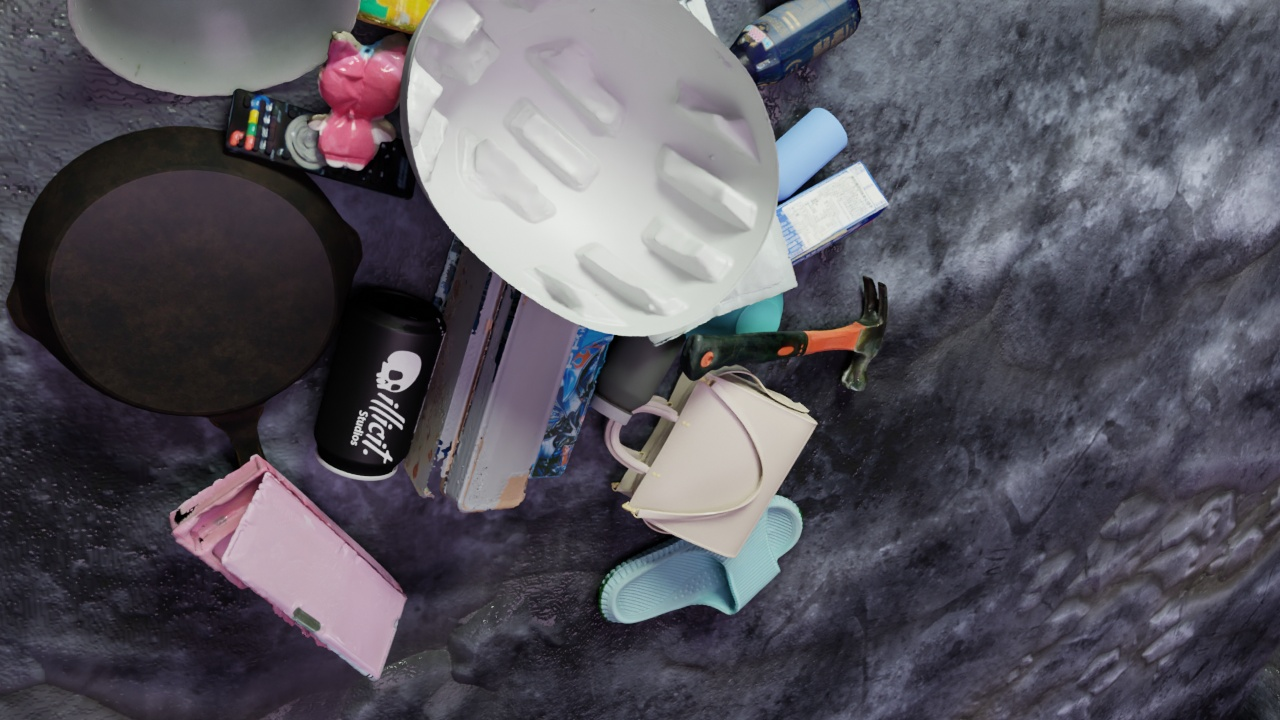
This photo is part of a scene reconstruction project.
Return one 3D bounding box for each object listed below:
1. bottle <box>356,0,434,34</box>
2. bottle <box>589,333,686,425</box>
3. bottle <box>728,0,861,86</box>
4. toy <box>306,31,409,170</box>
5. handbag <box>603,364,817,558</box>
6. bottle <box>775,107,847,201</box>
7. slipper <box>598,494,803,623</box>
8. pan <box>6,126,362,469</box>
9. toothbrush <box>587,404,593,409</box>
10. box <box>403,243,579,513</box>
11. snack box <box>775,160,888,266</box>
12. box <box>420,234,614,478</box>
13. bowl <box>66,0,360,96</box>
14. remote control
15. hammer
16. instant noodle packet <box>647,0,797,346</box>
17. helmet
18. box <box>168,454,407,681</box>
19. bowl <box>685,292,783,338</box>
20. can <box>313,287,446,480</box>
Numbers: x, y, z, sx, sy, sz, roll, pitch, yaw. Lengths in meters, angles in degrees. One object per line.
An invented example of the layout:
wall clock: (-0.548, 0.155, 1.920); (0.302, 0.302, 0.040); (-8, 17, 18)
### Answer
bottle: (-0.148, -0.332, 0.619); (0.068, 0.068, 0.210); (3, 114, -31)
bottle: (-0.005, 0.005, 0.884); (0.060, 0.060, 0.108); (29, 92, -38)
bottle: (0.119, -0.277, 0.809); (0.160, 0.056, 0.056); (-34, 127, -10)
toy: (-0.208, -0.192, 0.665); (0.065, 0.050, 0.103); (-6, 126, -42)
handbag: (0.054, 0.090, 0.958); (0.197, 0.101, 0.195); (25, 101, -25)
bottle: (0.134, -0.181, 0.875); (0.131, 0.048, 0.048); (-42, 128, -4)
slipper: (0.082, 0.240, 1.064); (0.275, 0.069, 0.116); (-20, 121, -18)
pan: (-0.326, 0.002, 0.714); (0.248, 0.043, 0.357); (-15, 122, -22)
toothbrush: (-0.078, 0.052, 0.903); (0.132, 0.016, 0.021); (-17, 122, -18)
box: (-0.119, 0.018, 0.770); (0.107, 0.095, 0.216); (13, 106, -22)
snack box: (0.127, -0.112, 0.886); (0.226, 0.059, 0.059); (-30, 83, -9)
box: (-0.103, -0.011, 0.815); (0.174, 0.063, 0.244); (13, 106, -30)
bowl: (-0.273, -0.248, 0.587); (0.174, 0.068, 0.174); (-21, 166, -6)
remote control: (-0.235, -0.159, 0.686); (0.140, 0.021, 0.045); (11, 83, -38)
hammer: (0.156, -0.016, 0.935); (0.332, 0.033, 0.133); (-8, 120, -46)
instant noodle packet: (0.033, -0.158, 0.788); (0.147, 0.057, 0.269); (-22, 112, -3)
helmet: (-0.032, -0.150, 0.655); (0.282, 0.184, 0.224); (34, 94, -8)
box: (-0.285, 0.193, 0.787); (0.099, 0.098, 0.233); (-33, 135, -8)
bowl: (0.107, -0.045, 0.935); (0.121, 0.046, 0.121); (-13, 121, -23)
can: (-0.218, 0.019, 0.762); (0.080, 0.080, 0.146); (9, 110, -33)
